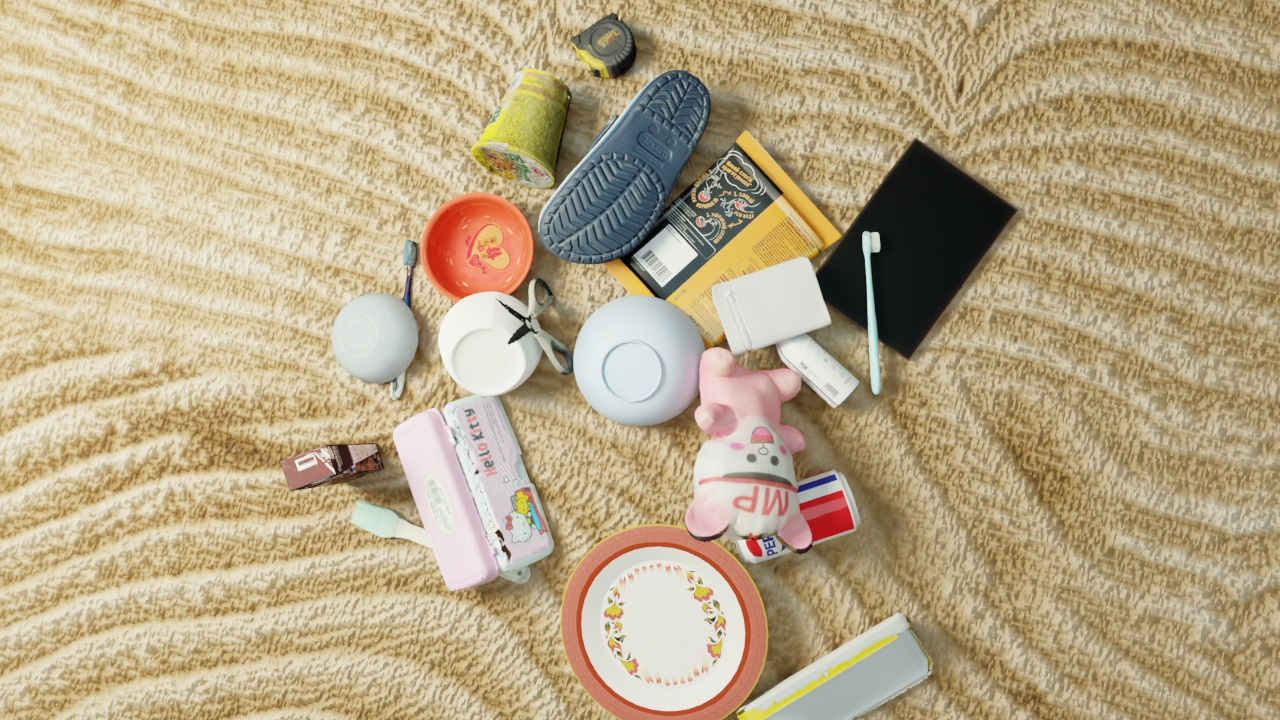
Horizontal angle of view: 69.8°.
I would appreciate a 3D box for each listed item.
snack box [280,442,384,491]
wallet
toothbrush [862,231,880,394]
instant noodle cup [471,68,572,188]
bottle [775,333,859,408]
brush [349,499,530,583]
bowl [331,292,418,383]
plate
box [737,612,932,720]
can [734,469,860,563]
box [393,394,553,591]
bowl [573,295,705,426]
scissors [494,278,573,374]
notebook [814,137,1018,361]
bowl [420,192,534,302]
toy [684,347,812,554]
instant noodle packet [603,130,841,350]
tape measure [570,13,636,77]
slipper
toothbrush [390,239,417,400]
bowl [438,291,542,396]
[{"bbox_3d":[-0.332,0.114,0.998,0.051,0.141,0.031,-20,84,3],"label":"snack box"},{"bbox_3d":[0.141,-0.058,1.002,0.116,0.032,0.086,-15,81,4],"label":"wallet"},{"bbox_3d":[0.258,-0.053,1.012,0.016,0.016,0.180,-1,88,-7],"label":"toothbrush"},{"bbox_3d":[-0.127,-0.264,1.036,0.102,0.102,0.108,17,78,5],"label":"instant noodle cup"},{"bbox_3d":[0.186,0.000,1.015,0.116,0.041,0.041,43,90,6],"label":"bottle"},{"bbox_3d":[-0.228,0.209,1.050,0.218,0.012,0.033,19,87,4],"label":"brush"},{"bbox_3d":[-0.310,-0.027,1.047,0.106,0.039,0.106,-1,86,17],"label":"bowl"},{"bbox_3d":[0.025,0.291,1.005,0.230,0.021,0.230,1,93,13],"label":"plate"},{"bbox_3d":[0.210,0.353,0.973,0.210,0.084,0.080,-32,77,1],"label":"box"},{"bbox_3d":[0.163,0.169,0.990,0.132,0.070,0.070,-19,85,3],"label":"can"},{"bbox_3d":[-0.186,0.145,1.035,0.101,0.102,0.201,-28,81,39],"label":"box"},{"bbox_3d":[-0.006,0.006,0.997,0.151,0.074,0.150,1,99,8],"label":"bowl"},{"bbox_3d":[-0.112,-0.039,0.999,0.013,0.157,0.169,-20,129,15],"label":"scissors"},{"bbox_3d":[0.303,-0.125,1.026,0.141,0.008,0.209,36,89,2],"label":"notebook"},{"bbox_3d":[-0.183,-0.124,1.051,0.130,0.045,0.130,0,86,5],"label":"bowl"},{"bbox_3d":[0.110,0.094,0.950,0.142,0.084,0.212,17,54,-26],"label":"toy"},{"bbox_3d":[0.092,-0.125,1.033,0.221,0.032,0.160,-42,91,1],"label":"instant noodle packet"},{"bbox_3d":[-0.036,-0.361,1.062,0.067,0.038,0.062,-37,76,-2],"label":"tape measure"},{"bbox_3d":[-0.014,-0.209,1.024,0.105,0.095,0.252,39,85,-19],"label":"slipper"},{"bbox_3d":[-0.277,-0.048,1.067,0.016,0.017,0.189,4,86,9],"label":"toothbrush"},{"bbox_3d":[-0.166,-0.012,1.009,0.116,0.065,0.116,-2,114,-4],"label":"bowl"}]
